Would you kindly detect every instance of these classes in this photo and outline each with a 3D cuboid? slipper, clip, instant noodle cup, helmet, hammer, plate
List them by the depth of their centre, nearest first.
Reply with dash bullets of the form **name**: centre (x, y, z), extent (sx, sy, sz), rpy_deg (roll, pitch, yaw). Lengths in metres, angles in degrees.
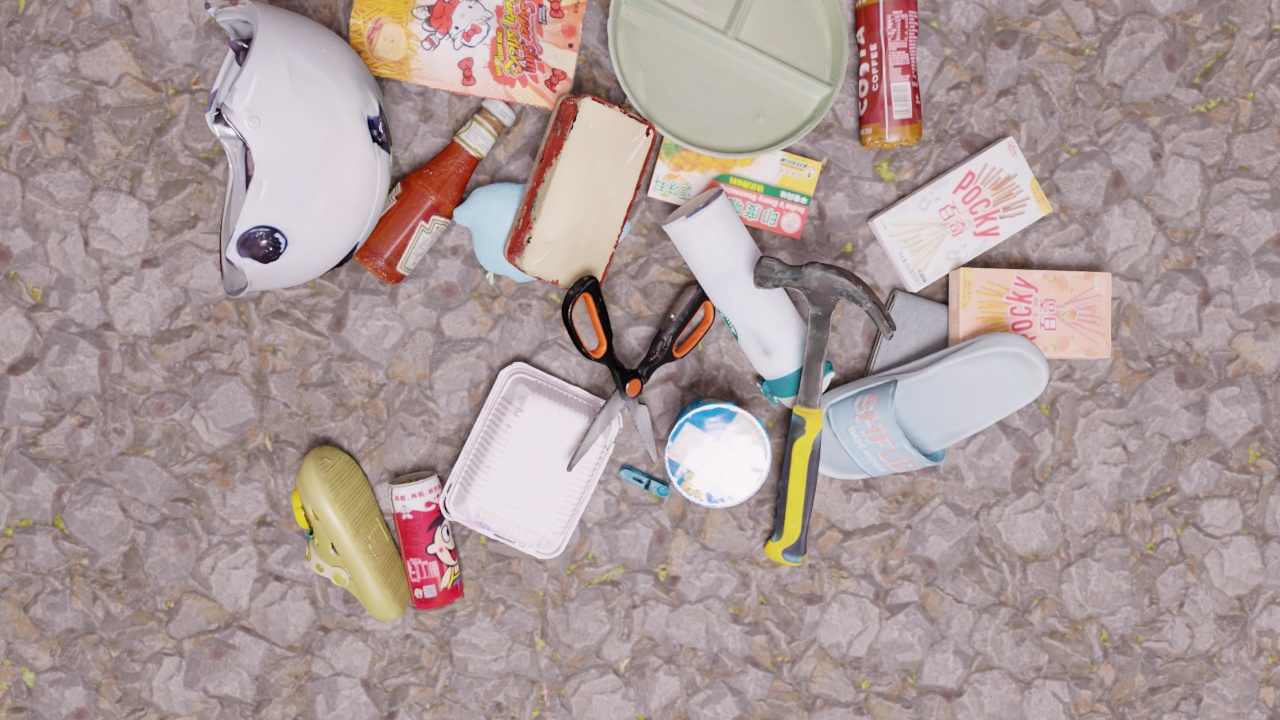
- **helmet**: centre (-0.300, -0.179, 0.814), extent (0.145, 0.229, 0.259), rpy_deg (-3, 130, -27)
- **plate**: centre (0.082, -0.300, 0.861), extent (0.230, 0.027, 0.230), rpy_deg (0, 88, -7)
- **hammer**: centre (0.158, 0.062, 0.863), extent (0.126, 0.031, 0.324), rpy_deg (12, 120, 19)
- **slipper**: centre (0.265, 0.056, 0.871), extent (0.246, 0.074, 0.104), rpy_deg (-28, 113, 25)
- **instant noodle cup**: centre (0.071, 0.079, 0.885), extent (0.099, 0.110, 0.099), rpy_deg (0, 98, 0)
- **instant noodle cup**: centre (-0.103, 0.104, 0.897), extent (0.138, 0.060, 0.173), rpy_deg (26, 91, -12)
- **slipper**: centre (-0.298, 0.181, 0.911), extent (0.081, 0.091, 0.190), rpy_deg (-24, 100, 5)
- **clip**: centre (0.005, 0.123, 0.936), extent (0.057, 0.046, 0.014), rpy_deg (26, 97, -2)

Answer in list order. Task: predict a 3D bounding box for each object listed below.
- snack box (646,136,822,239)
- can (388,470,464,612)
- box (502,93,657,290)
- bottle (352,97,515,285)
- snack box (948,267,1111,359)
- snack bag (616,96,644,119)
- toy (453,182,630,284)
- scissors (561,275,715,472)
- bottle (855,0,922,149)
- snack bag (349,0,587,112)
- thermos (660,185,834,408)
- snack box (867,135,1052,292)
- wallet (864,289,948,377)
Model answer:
- **snack box**: centre (0.091, -0.176, 0.896), extent (0.156, 0.027, 0.077), rpy_deg (15, 98, -2)
- **can**: centre (-0.216, 0.182, 0.926), extent (0.053, 0.053, 0.133), rpy_deg (-10, 97, 1)
- **box**: centre (-0.055, -0.150, 0.831), extent (0.091, 0.078, 0.168), rpy_deg (18, 97, -26)
- **bottle**: centre (-0.196, -0.167, 0.883), extent (0.060, 0.060, 0.206), rpy_deg (39, 91, -4)
- **snack box**: centre (0.378, -0.045, 0.890), extent (0.157, 0.026, 0.084), rpy_deg (1, 89, -8)
- **snack bag**: centre (0.012, -0.273, 0.884), extent (0.048, 0.026, 0.104), rpy_deg (28, 96, 1)
- **toy**: centre (-0.094, -0.136, 0.890), extent (0.161, 0.050, 0.156), rpy_deg (25, 92, -14)
- **scissors**: centre (-0.006, 0.005, 0.874), extent (0.220, 0.022, 0.230), rpy_deg (-40, 130, -25)
- **bottle**: centre (0.234, -0.291, 0.866), extent (0.057, 0.057, 0.175), rpy_deg (-4, 97, 0)
- **snack bag**: centre (-0.160, -0.303, 0.859), extent (0.208, 0.073, 0.128), rpy_deg (8, 75, -2)
- **thermos**: centre (0.105, -0.054, 0.880), extent (0.073, 0.073, 0.224), rpy_deg (-33, 105, 4)
- **snack box**: centre (0.312, -0.142, 0.900), extent (0.157, 0.027, 0.084), rpy_deg (-31, 96, 4)
- **wallet**: centre (0.298, -0.002, 0.912), extent (0.129, 0.037, 0.106), rpy_deg (16, 95, -3)
